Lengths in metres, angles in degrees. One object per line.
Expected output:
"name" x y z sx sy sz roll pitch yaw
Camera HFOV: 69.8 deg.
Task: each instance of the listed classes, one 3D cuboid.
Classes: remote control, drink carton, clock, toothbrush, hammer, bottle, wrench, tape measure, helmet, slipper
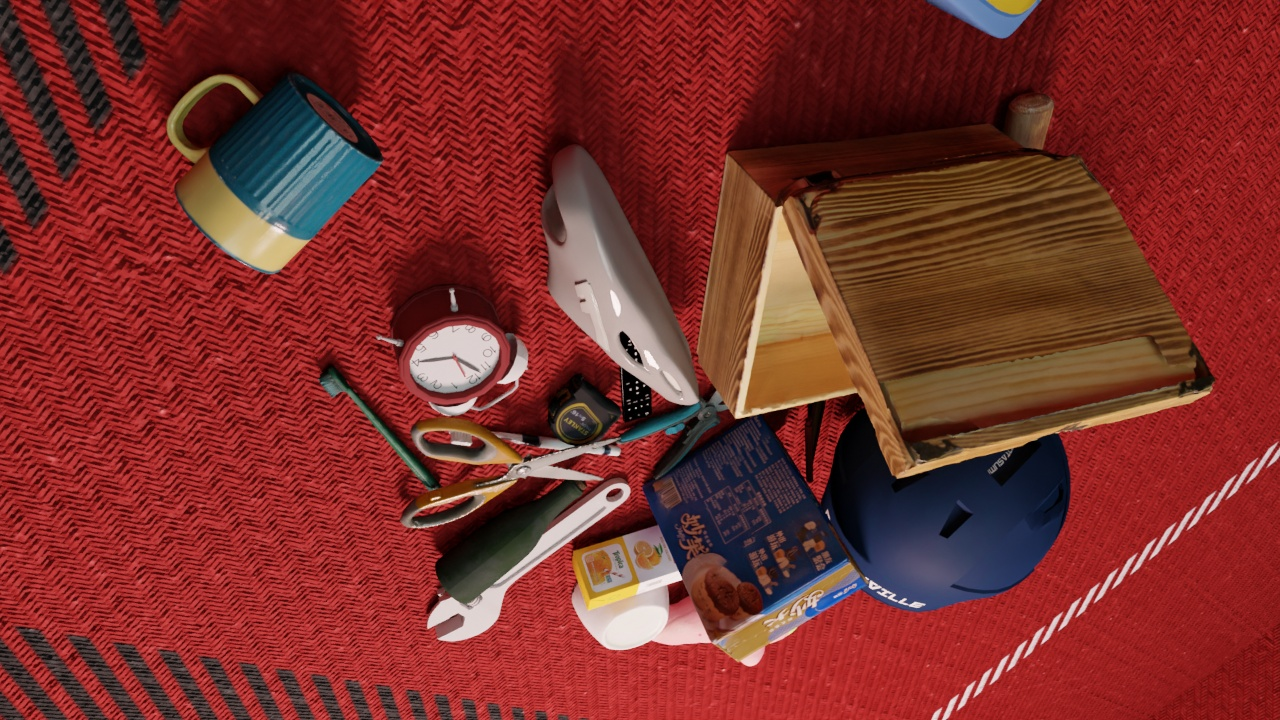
"remote control" -0.005 0.005 0.876 0.030 0.009 0.140 -15 133 -14
"drink carton" -0.009 0.228 1.028 0.122 0.058 0.040 -15 152 -15
"clock" -0.152 -0.005 0.766 0.096 0.048 0.137 -32 134 2
"toothbrush" -0.099 0.082 0.891 0.186 0.017 0.012 10 155 -33
"hammer" 0.373 -0.130 0.929 0.157 0.037 0.301 -19 134 -11
"bottle" -0.126 0.174 0.934 0.174 0.055 0.055 -38 135 3
"wrench" -0.119 0.219 1.002 0.273 0.018 0.087 -36 135 4
"tape measure" -0.058 0.050 0.872 0.061 0.034 0.061 -43 122 7
"helmet" 0.323 0.114 0.933 0.271 0.232 0.224 -36 160 -25
"slipper" -0.029 -0.050 0.758 0.081 0.112 0.266 -18 137 15
"toothbrush" -0.227 0.068 0.815 0.017 0.016 0.190 -31 135 -3

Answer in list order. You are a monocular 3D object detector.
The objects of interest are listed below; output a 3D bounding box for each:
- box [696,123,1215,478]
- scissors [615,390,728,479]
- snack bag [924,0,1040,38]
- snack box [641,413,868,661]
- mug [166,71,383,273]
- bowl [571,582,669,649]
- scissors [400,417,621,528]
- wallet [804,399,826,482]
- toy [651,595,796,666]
"box" 0.245 -0.041 0.749 0.278 0.323 0.285 -10 130 -17
"scissors" 0.044 0.073 0.955 0.153 0.019 0.125 -13 133 -15
"snack bag" 0.232 -0.338 0.591 0.102 0.159 0.206 18 117 -36
"snack box" 0.111 0.176 0.943 0.155 0.202 0.069 -34 136 6
"mug" -0.244 -0.133 0.594 0.107 0.083 0.113 -41 106 11
"bowl" -0.017 0.288 1.077 0.116 0.065 0.116 -14 133 -15
"scissors" -0.130 0.095 0.846 0.225 0.016 0.217 -20 143 -1
"wallet" 0.179 0.052 0.942 0.018 0.115 0.092 3 135 14
"toy" 0.121 0.308 1.149 0.236 0.096 0.192 -17 126 -2
